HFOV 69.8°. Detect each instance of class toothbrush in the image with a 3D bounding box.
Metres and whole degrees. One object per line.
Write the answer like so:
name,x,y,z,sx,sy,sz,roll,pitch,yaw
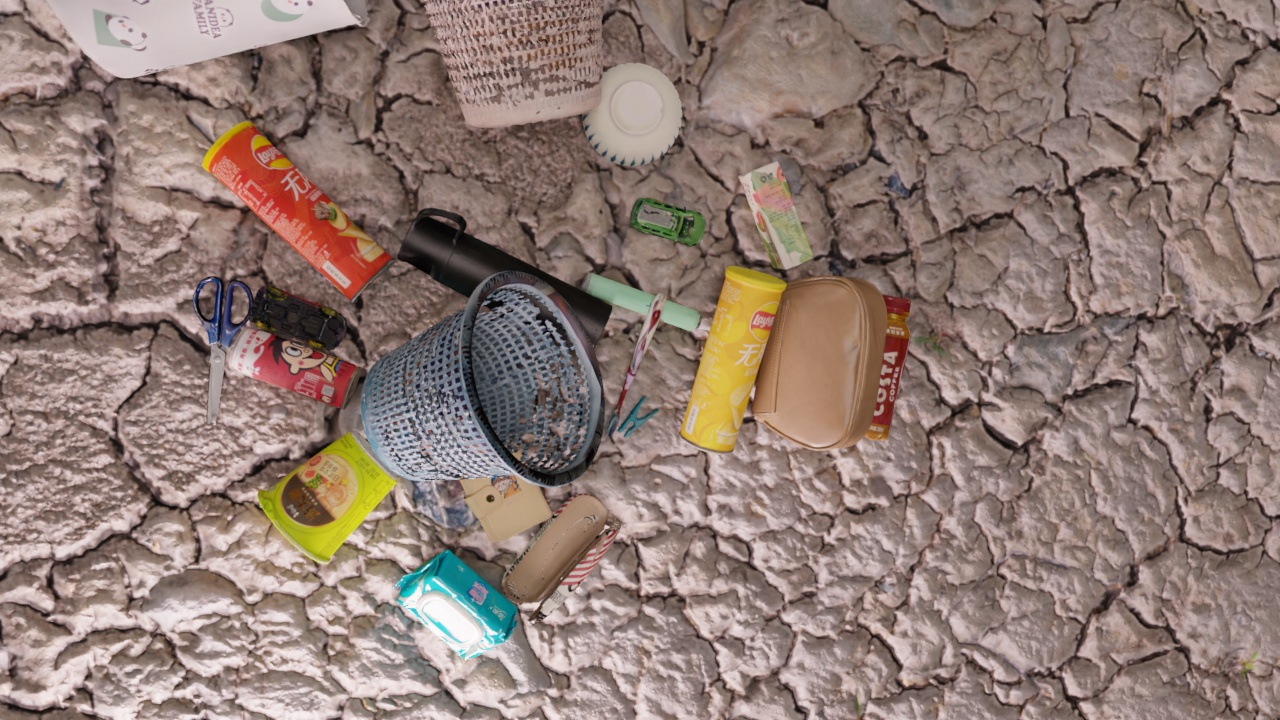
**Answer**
toothbrush,-0.006,0.006,1.090,0.016,0.017,0.188,19,104,-9
toothbrush,0.036,-0.057,1.100,0.224,0.026,0.027,19,93,-10

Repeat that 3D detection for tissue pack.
tissue pack,-0.217,0.286,1.074,0.133,0.050,0.093,44,127,-9

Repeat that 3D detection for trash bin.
trash bin,-0.180,0.038,0.982,0.196,0.225,0.226,-16,100,30
trash bin,-0.434,-0.407,0.905,0.252,0.229,0.229,-19,99,0
trash bin,-0.128,-0.353,0.962,0.227,0.227,0.192,-11,110,-6

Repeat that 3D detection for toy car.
toy car,0.034,-0.164,1.083,0.091,0.036,0.043,14,93,-13
toy car,-0.387,-0.047,1.042,0.106,0.031,0.049,20,94,-8

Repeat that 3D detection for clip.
clip,-0.005,0.070,1.116,0.056,0.014,0.039,-45,99,-2

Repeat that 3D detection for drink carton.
drink carton,0.162,-0.172,1.088,0.045,0.053,0.122,-25,100,-5

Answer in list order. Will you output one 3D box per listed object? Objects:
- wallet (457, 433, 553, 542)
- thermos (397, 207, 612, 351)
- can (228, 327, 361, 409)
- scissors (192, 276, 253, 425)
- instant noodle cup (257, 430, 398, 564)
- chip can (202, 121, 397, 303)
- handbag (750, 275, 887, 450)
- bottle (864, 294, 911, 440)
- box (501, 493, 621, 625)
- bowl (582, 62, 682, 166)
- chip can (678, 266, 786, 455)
wallet,-0.168,0.155,1.100,0.087,0.024,0.115,-26,100,-3
thermos,-0.150,-0.092,1.041,0.242,0.090,0.068,27,50,-10
can,-0.389,0.009,1.037,0.132,0.053,0.053,21,93,-9
scissors,-0.492,-0.012,1.044,0.108,0.012,0.175,32,93,-12
instant noodle cup,-0.346,0.147,1.039,0.123,0.112,0.111,-43,100,-9
chip can,-0.373,-0.161,1.010,0.216,0.073,0.073,44,89,-10
handbag,0.213,0.000,1.084,0.148,0.099,0.204,12,98,36
bottle,0.293,0.008,1.124,0.057,0.057,0.175,10,95,-9
box,-0.099,0.233,1.098,0.088,0.076,0.162,39,93,7
bowl,-0.007,-0.283,1.047,0.116,0.066,0.116,-1,96,-7
chip can,0.106,0.000,1.073,0.072,0.072,0.213,13,105,-9
